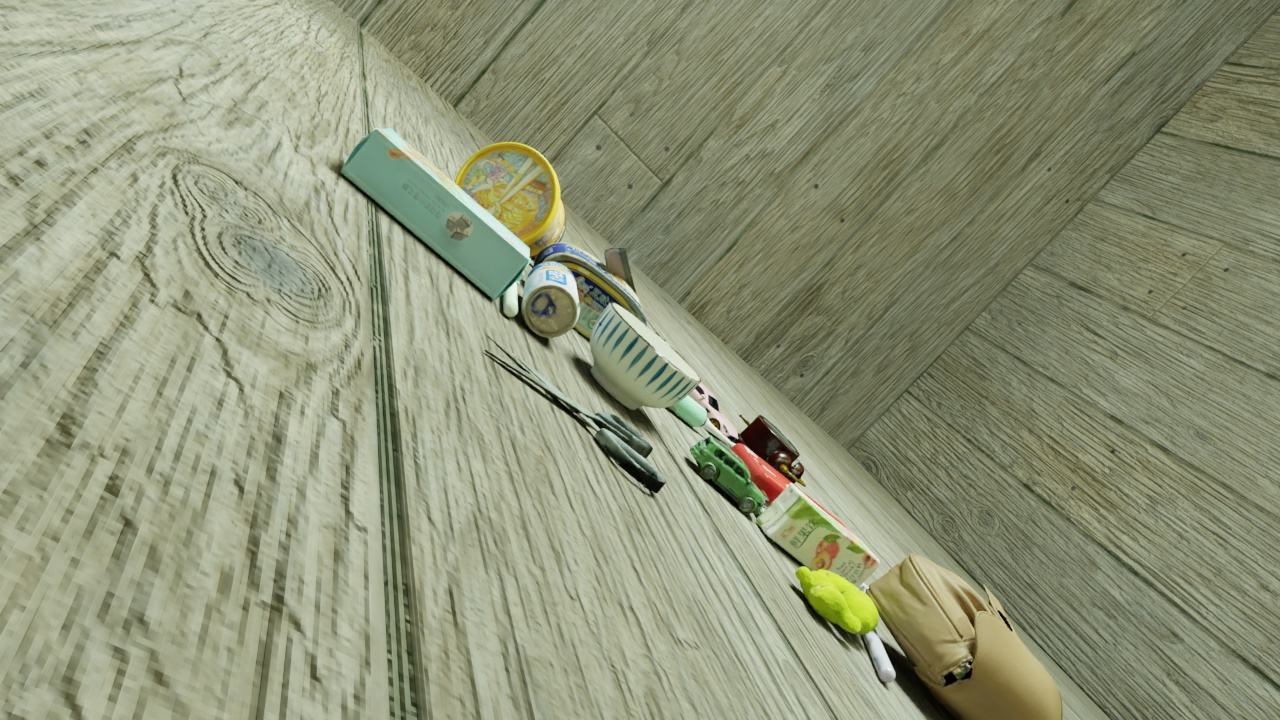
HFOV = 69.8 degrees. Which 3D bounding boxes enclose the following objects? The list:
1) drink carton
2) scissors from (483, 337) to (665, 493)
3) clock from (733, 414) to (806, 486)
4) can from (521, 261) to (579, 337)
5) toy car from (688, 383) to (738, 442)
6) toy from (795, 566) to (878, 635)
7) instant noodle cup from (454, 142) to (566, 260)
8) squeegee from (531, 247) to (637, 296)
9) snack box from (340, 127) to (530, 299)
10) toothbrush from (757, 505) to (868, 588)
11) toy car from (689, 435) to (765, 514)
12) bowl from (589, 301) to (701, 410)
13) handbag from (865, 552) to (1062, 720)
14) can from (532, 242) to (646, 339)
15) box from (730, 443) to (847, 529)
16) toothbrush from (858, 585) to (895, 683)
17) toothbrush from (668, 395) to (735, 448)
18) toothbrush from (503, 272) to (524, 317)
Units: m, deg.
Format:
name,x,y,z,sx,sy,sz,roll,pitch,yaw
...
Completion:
name,x,y,z,sx,sy,sz,roll,pitch,yaw
drink carton,0.174,0.176,0.900,0.122,0.053,0.045,40,6,-23
scissors,-0.045,0.040,0.692,0.159,0.014,0.177,44,9,34
clock,0.172,0.124,1.200,0.122,0.055,0.082,50,10,36
can,-0.086,-0.060,0.882,0.053,0.053,0.134,41,7,-14
toy car,0.085,0.060,1.187,0.122,0.037,0.056,48,10,30
toy,0.171,0.207,0.787,0.100,0.031,0.096,34,10,-28
instant noodle cup,-0.141,-0.173,1.047,0.118,0.118,0.114,44,0,10
squeegee,-0.103,-0.117,1.173,0.249,0.040,0.248,36,-18,25
snack box,-0.177,-0.132,0.818,0.175,0.052,0.074,40,6,-14
toothbrush,0.185,0.205,0.949,0.187,0.016,0.017,40,15,-20
toy car,0.087,0.112,0.891,0.091,0.036,0.043,45,5,-10
bowl,-0.005,0.005,0.888,0.116,0.066,0.116,41,7,-7
handbag,0.302,0.268,0.841,0.204,0.100,0.147,44,10,-27
can,-0.057,-0.071,1.038,0.148,0.075,0.049,39,11,-20
box,0.165,0.167,0.998,0.201,0.047,0.086,39,8,-29
toothbrush,0.209,0.245,0.823,0.021,0.029,0.189,3,5,7
toothbrush,0.047,0.051,1.069,0.224,0.027,0.026,39,-21,-26
toothbrush,-0.123,-0.069,0.886,0.020,0.029,0.189,-1,16,-6
